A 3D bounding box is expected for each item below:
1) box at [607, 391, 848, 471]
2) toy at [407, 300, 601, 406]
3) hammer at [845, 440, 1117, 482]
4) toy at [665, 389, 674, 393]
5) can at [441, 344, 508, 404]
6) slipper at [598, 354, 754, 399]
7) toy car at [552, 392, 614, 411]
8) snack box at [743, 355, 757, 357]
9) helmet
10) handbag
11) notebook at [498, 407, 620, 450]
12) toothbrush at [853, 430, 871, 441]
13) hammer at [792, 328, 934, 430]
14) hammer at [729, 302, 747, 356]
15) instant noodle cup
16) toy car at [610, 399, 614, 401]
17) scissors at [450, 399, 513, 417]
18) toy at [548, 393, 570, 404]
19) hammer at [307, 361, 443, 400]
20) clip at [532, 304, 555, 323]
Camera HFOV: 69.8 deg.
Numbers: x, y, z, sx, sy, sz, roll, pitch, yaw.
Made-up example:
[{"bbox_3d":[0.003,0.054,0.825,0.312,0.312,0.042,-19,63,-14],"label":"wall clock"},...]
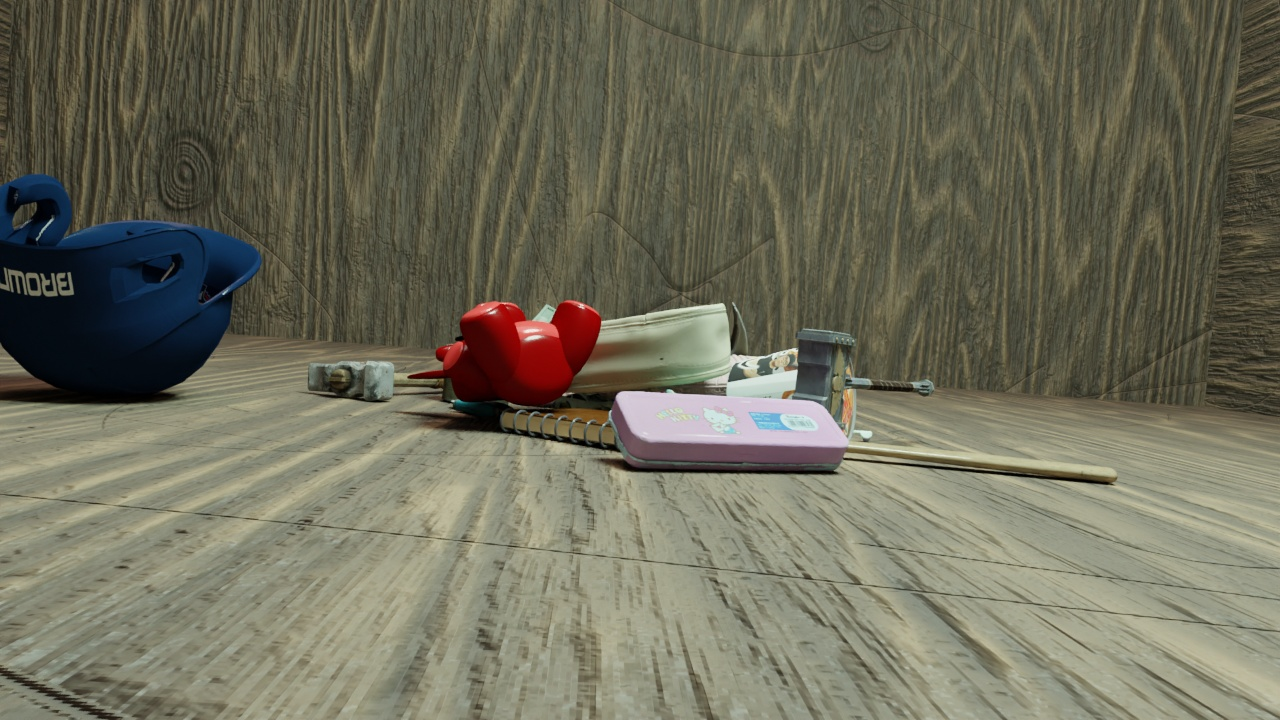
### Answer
[{"bbox_3d":[0.078,0.064,0.802,0.214,0.033,0.076,4,32,-23],"label":"box"},{"bbox_3d":[-0.147,-0.005,0.993,0.158,0.120,0.198,-6,-4,-34],"label":"toy"},{"bbox_3d":[0.297,0.093,0.913,0.331,0.031,0.119,4,2,7],"label":"hammer"},{"bbox_3d":[0.079,0.061,0.991,0.105,0.033,0.085,15,-17,21],"label":"toy"},{"bbox_3d":[-0.218,0.020,1.227,0.090,0.074,0.090,6,3,0],"label":"can"},{"bbox_3d":[0.057,0.040,1.183,0.239,0.064,0.094,-1,23,-1],"label":"slipper"},{"bbox_3d":[-0.059,0.056,1.136,0.106,0.033,0.048,7,2,36],"label":"toy car"},{"bbox_3d":[0.201,0.043,1.276,0.126,0.088,0.040,5,2,3],"label":"snack box"},{"bbox_3d":[-0.541,-0.076,0.979,0.232,0.224,0.271,20,37,19],"label":"helmet"},{"bbox_3d":[-0.007,0.006,1.108,0.229,0.132,0.184,-6,5,1],"label":"handbag"},{"bbox_3d":[-0.015,0.070,0.932,0.226,0.024,0.167,5,1,34],"label":"notebook"},{"bbox_3d":[0.202,0.085,1.117,0.155,0.015,0.022,4,0,10],"label":"toothbrush"},{"bbox_3d":[0.259,0.027,1.008,0.044,0.098,0.321,8,2,38],"label":"hammer"},{"bbox_3d":[-0.002,-0.017,1.286,0.324,0.170,0.034,7,31,-14],"label":"hammer"},{"bbox_3d":[0.172,0.040,1.060,0.122,0.123,0.123,-5,-3,29],"label":"instant noodle cup"},{"bbox_3d":[-0.037,0.051,1.232,0.091,0.033,0.062,3,9,-30],"label":"toy car"},{"bbox_3d":[-0.185,0.055,1.087,0.138,0.019,0.136,3,0,5],"label":"scissors"},{"bbox_3d":[-0.088,0.042,1.261,0.105,0.053,0.108,18,6,31],"label":"toy"},{"bbox_3d":[-0.312,0.028,1.281,0.122,0.049,0.318,2,-1,25],"label":"hammer"},{"bbox_3d":[-0.128,-0.040,1.140,0.023,0.044,0.075,28,38,4],"label":"clip"}]
